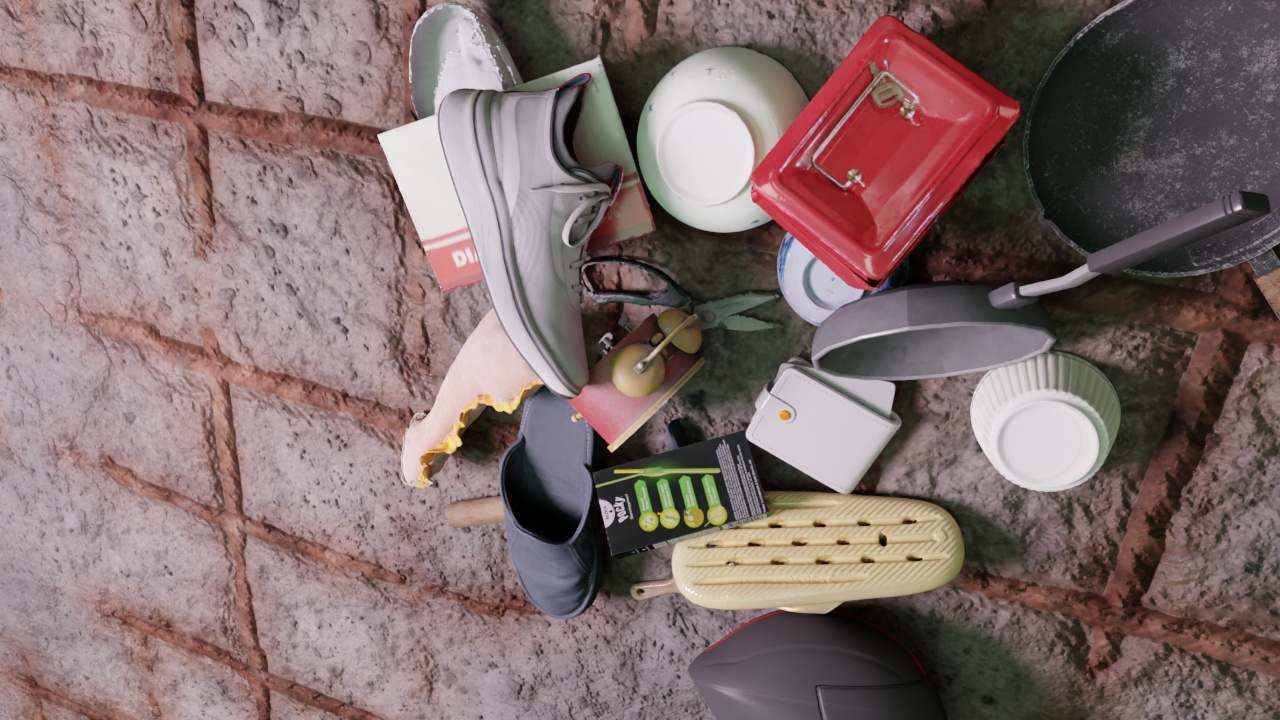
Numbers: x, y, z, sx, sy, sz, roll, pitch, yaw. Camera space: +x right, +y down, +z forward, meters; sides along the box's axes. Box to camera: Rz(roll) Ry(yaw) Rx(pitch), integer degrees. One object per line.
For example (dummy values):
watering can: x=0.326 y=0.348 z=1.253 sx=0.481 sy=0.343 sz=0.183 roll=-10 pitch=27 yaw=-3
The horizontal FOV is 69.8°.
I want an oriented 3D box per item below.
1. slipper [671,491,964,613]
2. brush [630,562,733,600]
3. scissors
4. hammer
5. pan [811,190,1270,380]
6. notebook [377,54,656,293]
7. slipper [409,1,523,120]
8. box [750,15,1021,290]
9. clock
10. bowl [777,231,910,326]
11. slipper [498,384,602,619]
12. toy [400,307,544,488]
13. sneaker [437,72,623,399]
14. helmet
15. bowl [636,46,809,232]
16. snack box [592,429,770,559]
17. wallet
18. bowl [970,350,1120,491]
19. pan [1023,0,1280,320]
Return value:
slipper: x=0.163 y=0.180 z=0.855 sx=0.262 sy=0.111 sz=0.079 roll=-6 pitch=151 yaw=13
brush: x=0.054 y=0.232 z=0.959 sx=0.151 sy=0.012 sz=0.039 roll=-15 pitch=105 yaw=27
scissors: x=0.029 y=-0.058 z=0.848 sx=0.210 sy=0.015 sz=0.142 roll=-17 pitch=102 yaw=28
hammer: x=-0.074 y=0.145 z=0.965 sx=0.322 sy=0.040 sz=0.129 roll=-12 pitch=102 yaw=27
pan: x=0.250 y=-0.044 z=0.625 sx=0.358 sy=0.178 sz=0.041 roll=145 pitch=126 yaw=-67
notebook: x=-0.106 y=-0.154 z=0.792 sx=0.209 sy=0.012 sz=0.153 roll=-14 pitch=109 yaw=16
slipper: x=-0.125 y=-0.194 z=0.818 sx=0.112 sy=0.074 sz=0.247 roll=-23 pitch=109 yaw=2
box: x=0.174 y=-0.146 z=0.678 sx=0.134 sy=0.112 sz=0.157 roll=42 pitch=98 yaw=7
clock: x=-0.005 y=0.005 z=0.808 sx=0.081 sy=0.116 sz=0.159 roll=46 pitch=142 yaw=1
bowl: x=0.165 y=-0.072 z=0.768 sx=0.114 sy=0.045 sz=0.114 roll=8 pitch=114 yaw=19
slipper: x=-0.097 y=0.155 z=0.911 sx=0.109 sy=0.083 sz=0.266 roll=14 pitch=115 yaw=20
toy: x=-0.166 y=0.048 z=0.905 sx=0.065 sy=0.196 sz=0.265 roll=25 pitch=114 yaw=-31
sneaker: x=-0.066 y=-0.102 z=0.745 sx=0.129 sy=0.096 sz=0.263 roll=-15 pitch=95 yaw=7
helmet: x=0.174 y=0.321 z=0.861 sx=0.265 sy=0.164 sz=0.170 roll=11 pitch=86 yaw=12
bowl: x=0.062 y=-0.175 z=0.752 sx=0.153 sy=0.072 sz=0.153 roll=8 pitch=113 yaw=20
snack box: x=0.037 y=0.125 z=0.852 sx=0.147 sy=0.025 sz=0.080 roll=-16 pitch=68 yaw=4
wallet: x=0.167 y=0.047 z=0.822 sx=0.118 sy=0.037 sz=0.115 roll=30 pitch=119 yaw=4
bowl: x=0.328 y=0.055 z=0.745 sx=0.115 sy=0.062 sz=0.115 roll=8 pitch=114 yaw=19
pan: x=0.426 y=-0.099 z=0.655 sx=0.208 sy=0.040 sz=0.357 roll=-33 pitch=97 yaw=30
